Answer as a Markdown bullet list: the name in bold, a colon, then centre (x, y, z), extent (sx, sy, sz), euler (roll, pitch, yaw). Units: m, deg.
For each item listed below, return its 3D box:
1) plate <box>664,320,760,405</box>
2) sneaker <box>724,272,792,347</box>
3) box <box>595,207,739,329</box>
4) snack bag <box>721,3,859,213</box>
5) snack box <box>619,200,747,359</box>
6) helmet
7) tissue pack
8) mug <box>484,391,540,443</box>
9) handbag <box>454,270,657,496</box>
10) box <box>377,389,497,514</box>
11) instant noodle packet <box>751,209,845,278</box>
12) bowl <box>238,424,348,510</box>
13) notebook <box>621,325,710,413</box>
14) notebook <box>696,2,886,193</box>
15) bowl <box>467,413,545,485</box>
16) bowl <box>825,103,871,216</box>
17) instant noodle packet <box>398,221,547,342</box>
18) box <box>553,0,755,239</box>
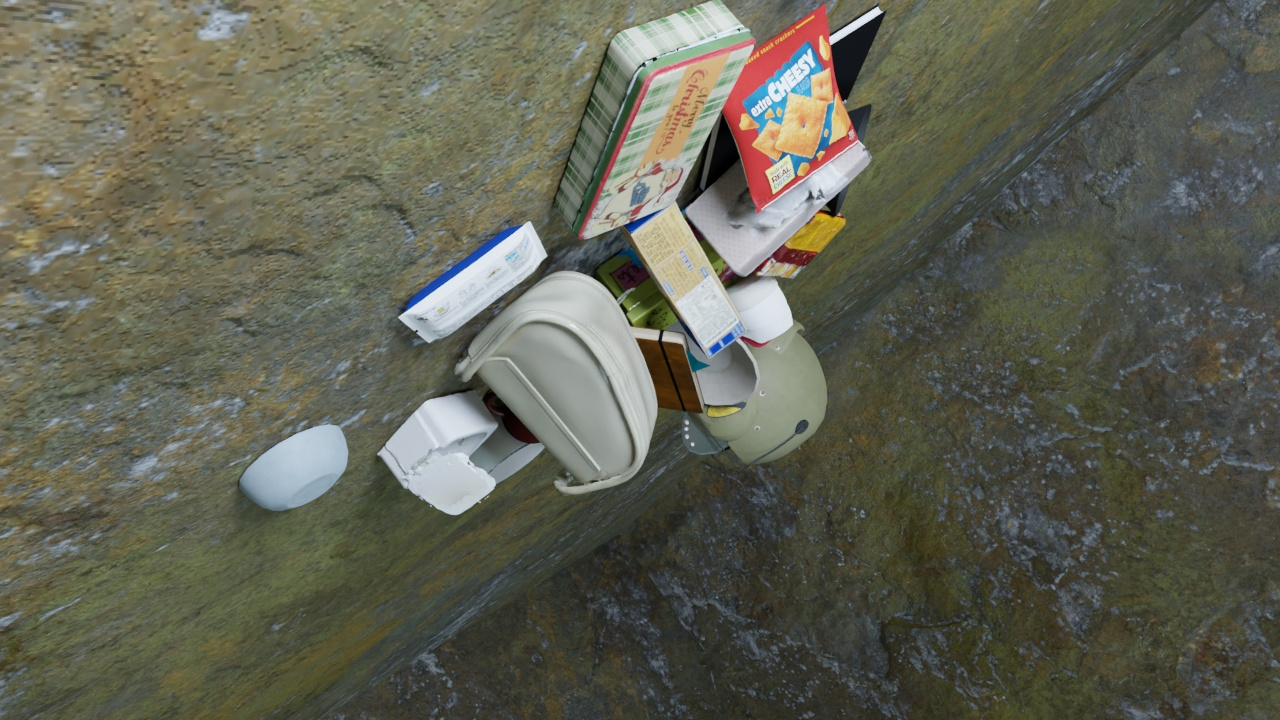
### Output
- **plate**: centre (0.069, -0.012, 1.180), extent (0.027, 0.189, 0.189), euler (-60, 180, -32)
- **sneaker**: centre (0.125, -0.064, 1.191), extent (0.090, 0.104, 0.237), euler (-36, -166, -12)
- **box**: centre (0.058, -0.115, 1.050), extent (0.220, 0.082, 0.124), euler (-37, 167, -10)
- **snack bag**: centre (0.136, -0.229, 0.846), extent (0.130, 0.039, 0.144), euler (-36, 129, -10)
- **snack box**: centre (0.042, -0.089, 0.932), extent (0.056, 0.057, 0.207), euler (-37, 136, -1)
- **helmet**: centre (0.151, 0.027, 1.361), extent (0.233, 0.255, 0.250), euler (-36, 170, 6)
- **tissue pack**: centre (0.141, -0.176, 0.938), extent (0.181, 0.104, 0.071), euler (-40, 163, 11)
- **mug**: centre (-0.143, 0.053, 1.140), extent (0.105, 0.073, 0.083), euler (2, 149, -25)
- **handbag**: centre (-0.069, 0.020, 0.951), extent (0.184, 0.229, 0.131), euler (-22, -153, 29)
- **box**: centre (-0.207, 0.117, 1.032), extent (0.110, 0.130, 0.102), euler (-46, 166, 24)
- **instant noodle packet**: centre (0.176, -0.135, 1.040), extent (0.099, 0.039, 0.135), euler (-44, 163, 25)
- **bowl**: centre (-0.324, 0.109, 0.879), extent (0.106, 0.039, 0.106), euler (-36, 167, -10)
- **notebook**: centre (-0.008, 0.007, 1.081), extent (0.249, 0.178, 0.014), euler (67, 33, -66)
- **notebook**: centre (0.149, -0.261, 0.935), extent (0.206, 0.016, 0.149), euler (-35, 166, -14)
- **bowl**: centre (-0.184, 0.111, 1.211), extent (0.116, 0.065, 0.116), euler (-36, 168, -9)
- **bowl**: centre (0.209, -0.226, 1.009), extent (0.124, 0.052, 0.124), euler (19, 89, -77)
- **instant noodle packet**: centre (-0.142, -0.065, 0.797), extent (0.134, 0.026, 0.087), euler (-37, 167, -4)
- **box**: centre (0.005, -0.184, 0.735), extent (0.117, 0.050, 0.206), euler (-31, 165, -32)
